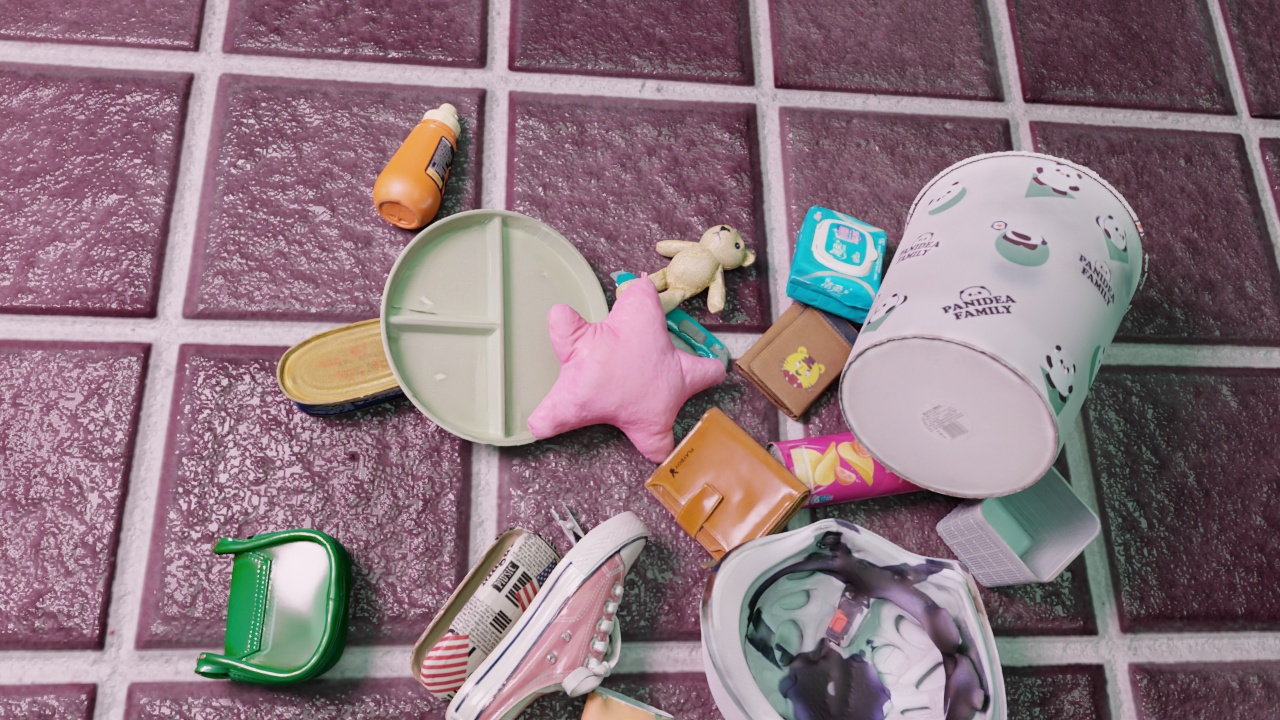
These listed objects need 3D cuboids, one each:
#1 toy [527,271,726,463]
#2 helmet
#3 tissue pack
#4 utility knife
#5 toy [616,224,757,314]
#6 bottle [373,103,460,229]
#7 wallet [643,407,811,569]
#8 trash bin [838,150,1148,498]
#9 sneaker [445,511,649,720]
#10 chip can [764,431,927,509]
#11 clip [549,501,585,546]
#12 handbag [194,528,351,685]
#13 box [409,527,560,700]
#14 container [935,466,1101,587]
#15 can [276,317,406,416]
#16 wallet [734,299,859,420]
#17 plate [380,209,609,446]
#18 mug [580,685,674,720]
[{"bbox_3d":[-0.005,0.005,0.878,0.194,0.075,0.178,13,93,-23],"label":"toy"},{"bbox_3d":[0.167,0.267,0.786,0.258,0.146,0.228,7,45,-3],"label":"helmet"},{"bbox_3d":[0.204,-0.100,0.953,0.093,0.050,0.133,20,44,1],"label":"tissue pack"},{"bbox_3d":[0.032,-0.045,0.953,0.157,0.013,0.029,38,63,6],"label":"utility knife"},{"bbox_3d":[0.045,-0.091,0.943,0.157,0.066,0.105,-33,61,-24],"label":"toy"},{"bbox_3d":[-0.224,-0.209,0.955,0.067,0.067,0.149,18,62,-1],"label":"bottle"},{"bbox_3d":[0.075,0.126,0.860,0.119,0.035,0.130,-47,55,-2],"label":"wallet"},{"bbox_3d":[0.311,-0.028,0.835,0.229,0.230,0.251,35,53,5],"label":"trash bin"},{"bbox_3d":[-0.058,0.240,0.791,0.088,0.118,0.240,33,64,18],"label":"sneaker"},{"bbox_3d":[0.231,0.100,0.899,0.210,0.071,0.071,-7,72,-9],"label":"chip can"},{"bbox_3d":[-0.065,0.160,0.865,0.038,0.026,0.058,-31,77,-8],"label":"clip"},{"bbox_3d":[-0.314,0.211,0.791,0.120,0.068,0.131,0,71,-7],"label":"handbag"},{"bbox_3d":[-0.129,0.224,0.805,0.075,0.082,0.163,42,69,-8],"label":"box"},{"bbox_3d":[0.352,0.159,0.873,0.090,0.112,0.090,-36,78,-17],"label":"container"},{"bbox_3d":[-0.266,0.006,0.878,0.148,0.049,0.074,-17,74,-13],"label":"can"},{"bbox_3d":[0.166,-0.006,0.950,0.090,0.033,0.115,44,75,8],"label":"wallet"},{"bbox_3d":[-0.136,-0.032,0.884,0.230,0.028,0.230,5,80,-27],"label":"plate"},{"bbox_3d":[-0.028,0.350,0.780,0.078,0.078,0.122,21,74,0],"label":"mug"}]
